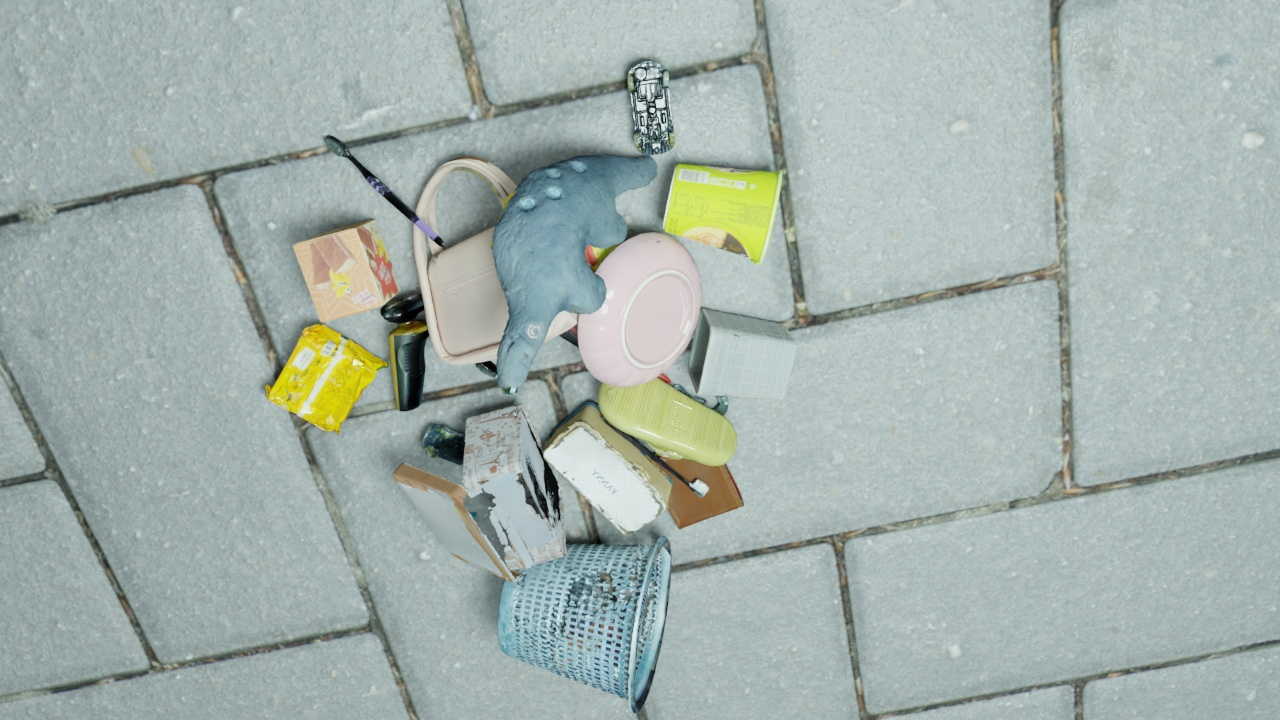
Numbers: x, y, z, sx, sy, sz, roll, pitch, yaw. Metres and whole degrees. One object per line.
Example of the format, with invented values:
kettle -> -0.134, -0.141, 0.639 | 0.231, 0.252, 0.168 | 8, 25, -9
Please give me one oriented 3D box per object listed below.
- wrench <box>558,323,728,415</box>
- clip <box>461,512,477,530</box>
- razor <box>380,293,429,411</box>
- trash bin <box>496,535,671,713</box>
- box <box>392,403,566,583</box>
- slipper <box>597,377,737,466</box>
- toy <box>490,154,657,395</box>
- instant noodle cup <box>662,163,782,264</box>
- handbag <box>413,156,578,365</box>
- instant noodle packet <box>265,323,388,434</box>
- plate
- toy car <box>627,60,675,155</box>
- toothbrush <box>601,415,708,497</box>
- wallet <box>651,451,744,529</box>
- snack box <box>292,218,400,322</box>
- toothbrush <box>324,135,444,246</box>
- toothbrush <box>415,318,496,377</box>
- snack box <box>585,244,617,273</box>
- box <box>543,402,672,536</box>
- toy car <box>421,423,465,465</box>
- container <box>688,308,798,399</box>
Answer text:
wrench -> -0.007, 0.007, 1.180 | 0.273, 0.016, 0.056 | 29, 111, -13
clip -> -0.251, 0.223, 1.260 | 0.056, 0.014, 0.040 | -2, 111, -1
razor -> -0.292, -0.007, 1.141 | 0.068, 0.062, 0.168 | 27, 128, 25
trash bin -> -0.076, 0.330, 1.214 | 0.195, 0.226, 0.227 | 8, 112, 11
box -> -0.203, 0.183, 1.157 | 0.178, 0.152, 0.182 | -15, 127, 6
slipper -> 0.028, 0.086, 1.164 | 0.190, 0.091, 0.082 | 25, 138, -4
toy -> -0.085, -0.128, 0.973 | 0.092, 0.355, 0.138 | -10, 135, 46
instant noodle cup -> 0.092, -0.178, 1.068 | 0.123, 0.111, 0.112 | 12, 111, 2
handbag -> -0.182, -0.121, 1.068 | 0.194, 0.093, 0.234 | -17, 99, 34
instant noodle packet -> -0.396, 0.021, 1.157 | 0.110, 0.044, 0.129 | 32, 111, -21
plate -> 0.010, -0.053, 1.083 | 0.191, 0.039, 0.193 | -23, 125, -37
toy car -> 0.012, -0.290, 1.053 | 0.049, 0.031, 0.106 | -7, 113, 0
toothbrush -> 0.020, 0.124, 1.195 | 0.181, 0.015, 0.018 | 37, 107, -17
wallet -> 0.072, 0.164, 1.241 | 0.101, 0.032, 0.124 | -23, 111, 10
snack box -> -0.341, -0.107, 1.076 | 0.077, 0.092, 0.094 | -15, 105, 3
toothbrush -> -0.296, -0.196, 1.057 | 0.189, 0.016, 0.014 | 43, 108, 3
toothbrush -> -0.260, -0.030, 1.159 | 0.189, 0.014, 0.016 | 32, 133, -13
snack box -> -0.063, -0.103, 1.102 | 0.080, 0.081, 0.091 | -18, 110, 15
box -> -0.046, 0.139, 1.197 | 0.090, 0.061, 0.184 | -37, 102, 24
toy car -> -0.243, 0.113, 1.205 | 0.090, 0.034, 0.043 | 26, 103, -26
container -> 0.127, -0.005, 1.143 | 0.114, 0.090, 0.090 | 7, 112, -8
